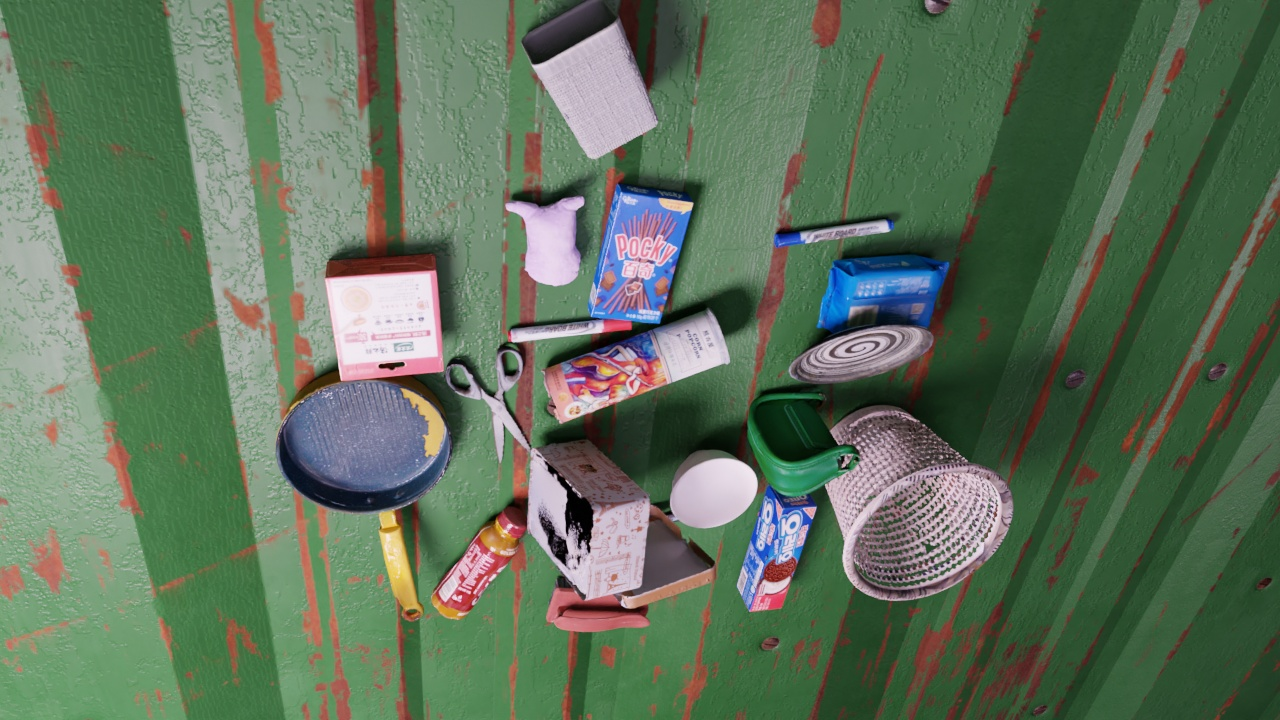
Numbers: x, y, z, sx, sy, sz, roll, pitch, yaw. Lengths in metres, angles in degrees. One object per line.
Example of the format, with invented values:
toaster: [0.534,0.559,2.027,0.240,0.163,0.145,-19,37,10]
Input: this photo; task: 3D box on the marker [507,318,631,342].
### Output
marker: [-0.082,-0.036,1.071,0.145,0.017,0.017,-7,124,-11]

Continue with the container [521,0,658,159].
container: [-0.045,-0.269,0.884,0.090,0.090,0.114,-28,129,4]

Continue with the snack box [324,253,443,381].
snack box: [-0.274,-0.047,0.994,0.113,0.044,0.127,-5,123,-13]

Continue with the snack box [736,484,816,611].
snack box: [0.194,0.271,1.329,0.058,0.057,0.208,-1,123,-19]

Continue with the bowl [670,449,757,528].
bowl: [0.089,0.157,1.218,0.118,0.064,0.118,-8,125,-11]

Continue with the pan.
pan: [-0.312,0.170,1.108,0.197,0.078,0.358,-11,125,-8]

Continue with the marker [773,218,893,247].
marker: [0.229,-0.150,1.081,0.145,0.017,0.017,-9,125,-9]

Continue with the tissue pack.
tissue pack: [0.295,-0.082,1.123,0.157,0.052,0.095,-4,127,-12]

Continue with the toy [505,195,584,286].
toy: [-0.099,-0.127,0.993,0.084,0.038,0.108,-1,129,2]

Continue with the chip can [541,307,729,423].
chip can: [-0.006,0.006,1.088,0.214,0.071,0.071,-20,126,-1]

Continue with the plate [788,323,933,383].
plate: [0.270,-0.013,1.138,0.179,0.024,0.180,-9,159,-4]

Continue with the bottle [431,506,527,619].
bottle: [-0.210,0.266,1.213,0.057,0.057,0.175,27,113,-29]

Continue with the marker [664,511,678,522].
marker: [0.068,0.213,1.281,0.124,0.015,0.018,-14,121,-4]

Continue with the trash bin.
trash bin: [0.340,0.170,1.216,0.227,0.192,0.228,-7,124,-11]

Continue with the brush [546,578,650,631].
brush: [-0.057,0.353,1.307,0.145,0.069,0.063,7,122,-20]

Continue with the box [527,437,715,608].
box: [-0.017,0.195,1.140,0.192,0.183,0.157,-8,115,-29]

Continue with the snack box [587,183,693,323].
snack box: [-0.002,-0.117,1.033,0.084,0.026,0.157,5,122,-18]

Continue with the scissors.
scissors: [-0.173,0.052,1.108,0.159,0.014,0.171,25,115,-28]

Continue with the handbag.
handbag: [0.202,0.099,1.173,0.120,0.131,0.068,-19,135,-8]
